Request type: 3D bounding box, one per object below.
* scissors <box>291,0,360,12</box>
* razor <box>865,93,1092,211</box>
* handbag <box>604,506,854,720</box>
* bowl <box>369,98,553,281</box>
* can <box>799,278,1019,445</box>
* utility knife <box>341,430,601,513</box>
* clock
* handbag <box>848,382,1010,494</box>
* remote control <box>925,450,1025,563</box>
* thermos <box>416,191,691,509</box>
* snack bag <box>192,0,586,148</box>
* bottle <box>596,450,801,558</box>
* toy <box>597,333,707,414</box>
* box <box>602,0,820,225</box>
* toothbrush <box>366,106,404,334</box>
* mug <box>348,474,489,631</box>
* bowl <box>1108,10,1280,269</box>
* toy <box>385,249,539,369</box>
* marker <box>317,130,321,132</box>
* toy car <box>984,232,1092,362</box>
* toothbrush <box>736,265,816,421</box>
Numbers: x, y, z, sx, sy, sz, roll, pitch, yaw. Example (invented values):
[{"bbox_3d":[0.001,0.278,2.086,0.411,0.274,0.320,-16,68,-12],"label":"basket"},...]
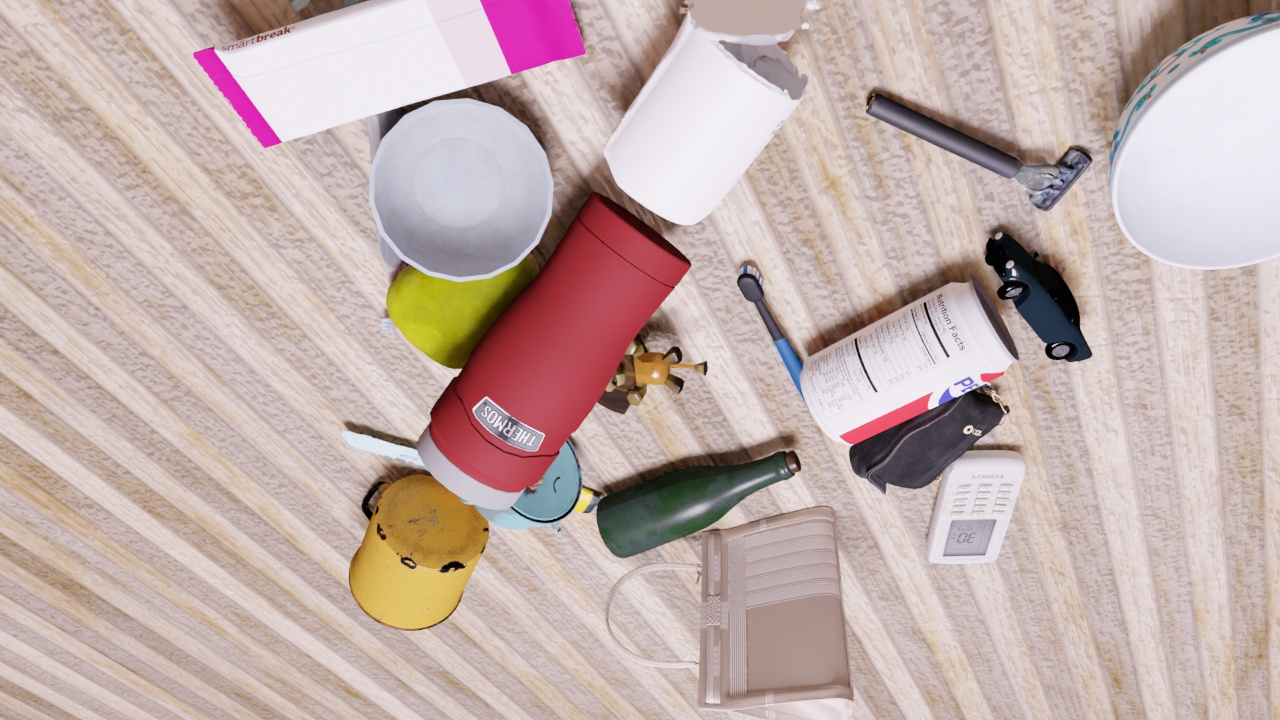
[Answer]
[{"bbox_3d":[-0.148,-0.230,0.466,0.141,0.015,0.111,-30,125,21],"label":"scissors"},{"bbox_3d":[0.198,-0.125,0.543,0.144,0.022,0.043,18,131,-13],"label":"razor"},{"bbox_3d":[0.068,0.211,0.766,0.198,0.175,0.062,-1,134,7],"label":"handbag"},{"bbox_3d":[-0.108,-0.104,0.551,0.106,0.039,0.106,-5,111,-13],"label":"bowl"},{"bbox_3d":[0.182,0.003,0.631,0.132,0.070,0.070,-30,125,27],"label":"can"},{"bbox_3d":[-0.138,0.093,0.768,0.223,0.019,0.031,16,126,-18],"label":"utility knife"},{"bbox_3d":[-0.103,0.083,0.710,0.124,0.089,0.053,34,136,-27],"label":"clock"},{"bbox_3d":[0.218,0.058,0.696,0.079,0.054,0.129,19,129,-20],"label":"handbag"},{"bbox_3d":[0.279,0.125,0.773,0.060,0.025,0.139,-2,133,4],"label":"remote control"},{"bbox_3d":[-0.057,-0.007,0.594,0.084,0.108,0.199,35,103,-11],"label":"thermos"},{"bbox_3d":[-0.132,-0.167,0.496,0.197,0.016,0.070,-15,144,7],"label":"snack bag"},{"bbox_3d":[0.049,0.111,0.752,0.174,0.055,0.055,-24,128,21],"label":"bottle"},{"bbox_3d":[-0.004,0.004,0.643,0.100,0.062,0.076,6,118,22],"label":"toy"},{"bbox_3d":[0.039,-0.147,0.494,0.089,0.080,0.144,37,125,-9],"label":"box"},{"bbox_3d":[-0.163,-0.086,0.599,0.024,0.022,0.186,7,135,-5],"label":"toothbrush"},{"bbox_3d":[-0.195,0.152,0.782,0.124,0.100,0.094,44,130,17],"label":"mug"},{"bbox_3d":[0.321,-0.129,0.497,0.144,0.074,0.144,1,133,1],"label":"bowl"},{"bbox_3d":[-0.113,-0.042,0.616,0.110,0.051,0.090,-31,123,24],"label":"toy"},{"bbox_3d":[-0.142,-0.176,0.513,0.142,0.020,0.020,-30,125,27],"label":"marker"},{"bbox_3d":[0.264,-0.041,0.603,0.034,0.046,0.112,-32,126,30],"label":"toy car"},{"bbox_3d":[0.106,-0.006,0.664,0.014,0.014,0.168,-10,136,27],"label":"toothbrush"}]
